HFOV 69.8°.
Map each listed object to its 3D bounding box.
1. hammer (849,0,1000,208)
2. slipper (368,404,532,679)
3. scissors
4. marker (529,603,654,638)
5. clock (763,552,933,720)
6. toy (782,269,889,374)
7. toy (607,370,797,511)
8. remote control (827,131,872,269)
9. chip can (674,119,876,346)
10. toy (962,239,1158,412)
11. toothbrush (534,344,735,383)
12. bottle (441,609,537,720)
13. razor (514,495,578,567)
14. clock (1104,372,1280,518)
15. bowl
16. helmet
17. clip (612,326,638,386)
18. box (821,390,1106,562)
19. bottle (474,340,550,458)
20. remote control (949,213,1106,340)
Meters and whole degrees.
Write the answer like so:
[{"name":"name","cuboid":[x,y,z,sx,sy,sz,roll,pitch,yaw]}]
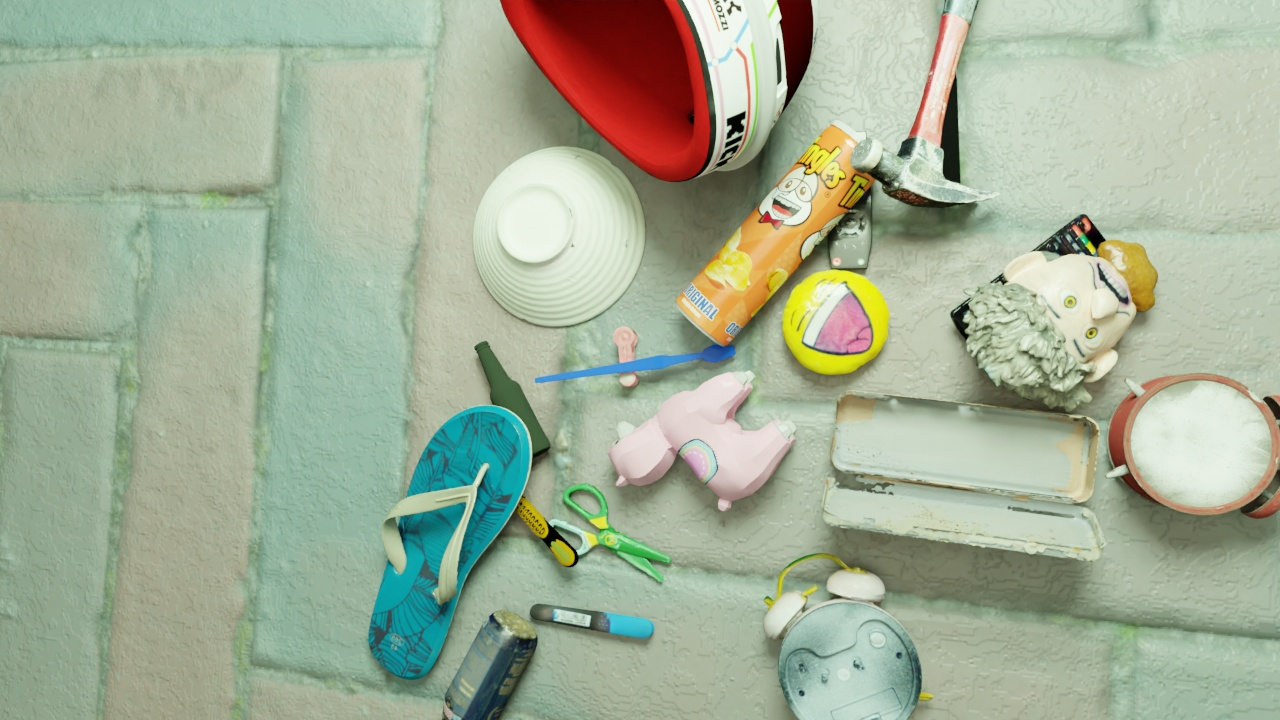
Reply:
[{"name":"hammer","cuboid":[0.276,-0.284,0.784,0.140,0.036,0.326,20,81,-25]},{"name":"slipper","cuboid":[-0.200,0.173,0.874,0.118,0.060,0.295,28,100,25]},{"name":"scissors","cuboid":[-0.032,0.178,0.869,0.132,0.013,0.078,38,98,13]},{"name":"marker","cuboid":[-0.047,0.246,0.869,0.123,0.015,0.018,4,85,16]},{"name":"clock","cuboid":[0.171,0.245,0.793,0.117,0.058,0.158,-27,81,10]},{"name":"toy","cuboid":[0.172,-0.034,0.814,0.094,0.041,0.095,36,93,9]},{"name":"toy","cuboid":[0.052,0.078,0.827,0.158,0.067,0.123,-39,81,13]},{"name":"remote control","cuboid":[0.190,-0.144,0.830,0.039,0.010,0.124,1,88,14]},{"name":"chip can","cuboid":[0.122,-0.110,0.811,0.062,0.062,0.210,44,101,12]},{"name":"toy","cuboid":[0.350,-0.036,0.744,0.176,0.076,0.133,-37,100,-6]},{"name":"toothbrush","cuboid":[-0.005,0.005,0.850,0.187,0.011,0.016,-9,87,0]},{"name":"bottle","cuboid":[-0.154,0.317,0.870,0.056,0.056,0.161,29,94,13]},{"name":"razor","cuboid":[-0.110,0.145,0.879,0.144,0.021,0.044,43,97,23]},{"name":"clock","cuboid":[0.457,0.069,0.729,0.157,0.062,0.110,11,90,14]},{"name":"bowl","cuboid":[-0.088,-0.123,0.867,0.177,0.071,0.177,-1,87,13]},{"name":"helmet","cuboid":[0.035,-0.309,0.763,0.235,0.232,0.314,-35,71,-27]},{"name":"clip","cuboid":[-0.013,-0.004,0.860,0.023,0.039,0.059,-8,90,6]},{"name":"box","cuboid":[0.264,0.091,0.759,0.217,0.094,0.121,6,85,13]},{"name":"bottle","cuboid":[-0.128,0.037,0.889,0.033,0.033,0.123,-30,80,10]},{"name":"remote control","cuboid":[0.334,-0.066,0.787,0.140,0.021,0.045,-37,91,6]}]
